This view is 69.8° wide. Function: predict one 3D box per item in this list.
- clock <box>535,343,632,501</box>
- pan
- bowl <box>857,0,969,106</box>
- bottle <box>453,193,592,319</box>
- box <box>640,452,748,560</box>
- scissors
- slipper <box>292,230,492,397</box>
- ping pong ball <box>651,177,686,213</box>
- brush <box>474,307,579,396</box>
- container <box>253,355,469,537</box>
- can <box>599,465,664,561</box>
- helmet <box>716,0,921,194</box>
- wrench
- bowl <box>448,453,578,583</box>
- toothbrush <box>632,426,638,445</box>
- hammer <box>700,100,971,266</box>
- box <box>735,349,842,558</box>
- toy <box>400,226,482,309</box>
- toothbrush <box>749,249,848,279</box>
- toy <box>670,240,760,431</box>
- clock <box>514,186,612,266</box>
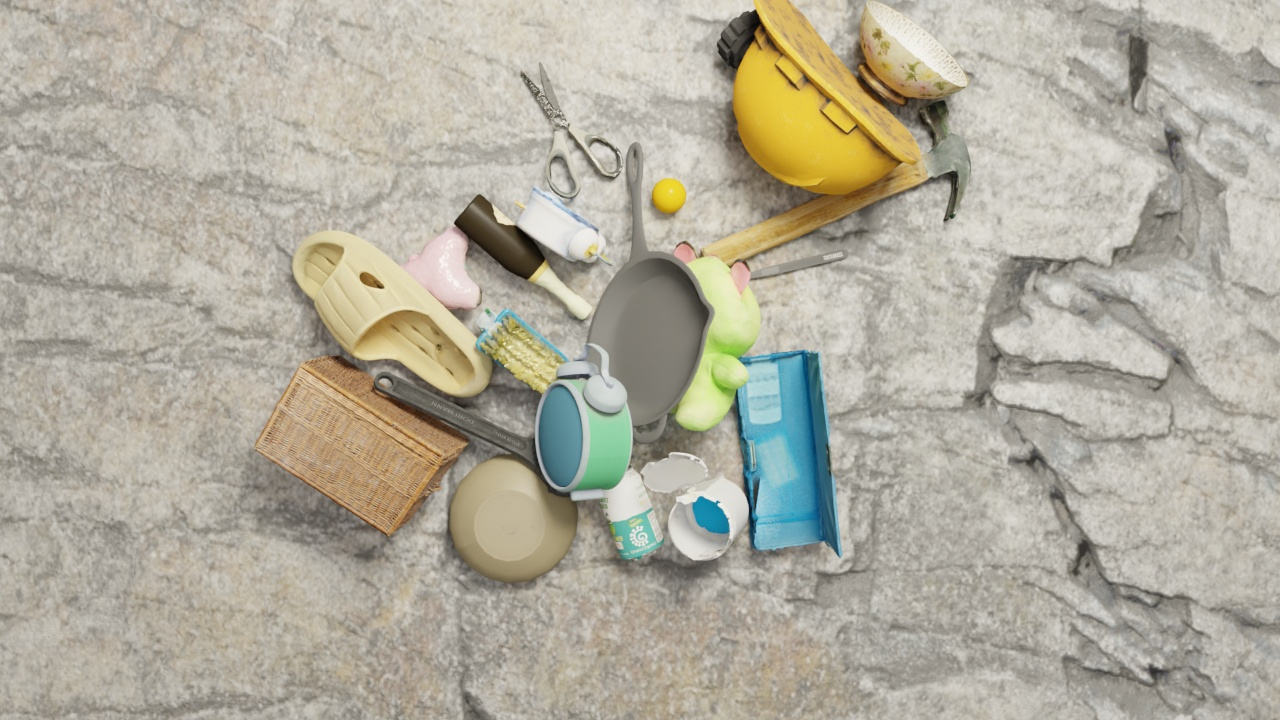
[{"bbox_3d":[-0.056,0.062,0.992,0.075,0.122,0.162,0,108,-32],"label":"clock"},{"bbox_3d":[0.006,-0.082,1.027,0.024,0.217,0.354,11,69,-40],"label":"pan"},{"bbox_3d":[0.294,-0.335,1.037,0.145,0.144,0.063,38,126,-3],"label":"bowl"},{"bbox_3d":[-0.128,-0.112,1.050,0.184,0.045,0.045,41,90,-14],"label":"bottle"},{"bbox_3d":[0.061,0.152,1.018,0.084,0.146,0.136,-15,92,17],"label":"box"},{"bbox_3d":[-0.081,-0.268,1.067,0.150,0.013,0.164,8,81,-8],"label":"scissors"},{"bbox_3d":[-0.283,-0.042,1.018,0.261,0.079,0.112,37,122,-6],"label":"slipper"},{"bbox_3d":[0.033,-0.190,1.060,0.040,0.040,0.040,0,92,-2],"label":"ping pong ball"},{"bbox_3d":[-0.125,-0.003,1.047,0.055,0.075,0.136,-49,124,1],"label":"brush"},{"bbox_3d":[-0.308,0.092,1.022,0.198,0.113,0.113,34,95,-1],"label":"container"},{"bbox_3d":[-0.013,0.177,1.063,0.055,0.055,0.101,-21,93,-1],"label":"can"},{"bbox_3d":[0.174,-0.269,1.004,0.132,0.204,0.255,-44,66,28],"label":"helmet"},{"bbox_3d":[-0.175,0.081,1.043,0.273,0.018,0.072,27,50,-9],"label":"wrench"},{"bbox_3d":[-0.149,0.186,1.061,0.152,0.050,0.152,0,92,-2],"label":"bowl"},{"bbox_3d":[-0.006,0.006,1.074,0.024,0.022,0.185,4,93,-20],"label":"toothbrush"},{"bbox_3d":[0.228,-0.179,1.073,0.330,0.033,0.132,-23,93,0],"label":"hammer"},{"bbox_3d":[0.166,0.106,1.038,0.094,0.112,0.231,-6,92,-3],"label":"box"},{"bbox_3d":[-0.234,-0.098,1.048,0.096,0.053,0.099,-15,83,4],"label":"toy"},{"bbox_3d":[0.165,-0.108,1.082,0.167,0.013,0.013,-13,92,-4],"label":"toothbrush"},{"bbox_3d":[0.072,-0.023,1.031,0.107,0.150,0.197,23,89,-40],"label":"toy"},{"bbox_3d":[-0.082,-0.145,1.033,0.125,0.088,0.052,35,96,5],"label":"clock"}]
